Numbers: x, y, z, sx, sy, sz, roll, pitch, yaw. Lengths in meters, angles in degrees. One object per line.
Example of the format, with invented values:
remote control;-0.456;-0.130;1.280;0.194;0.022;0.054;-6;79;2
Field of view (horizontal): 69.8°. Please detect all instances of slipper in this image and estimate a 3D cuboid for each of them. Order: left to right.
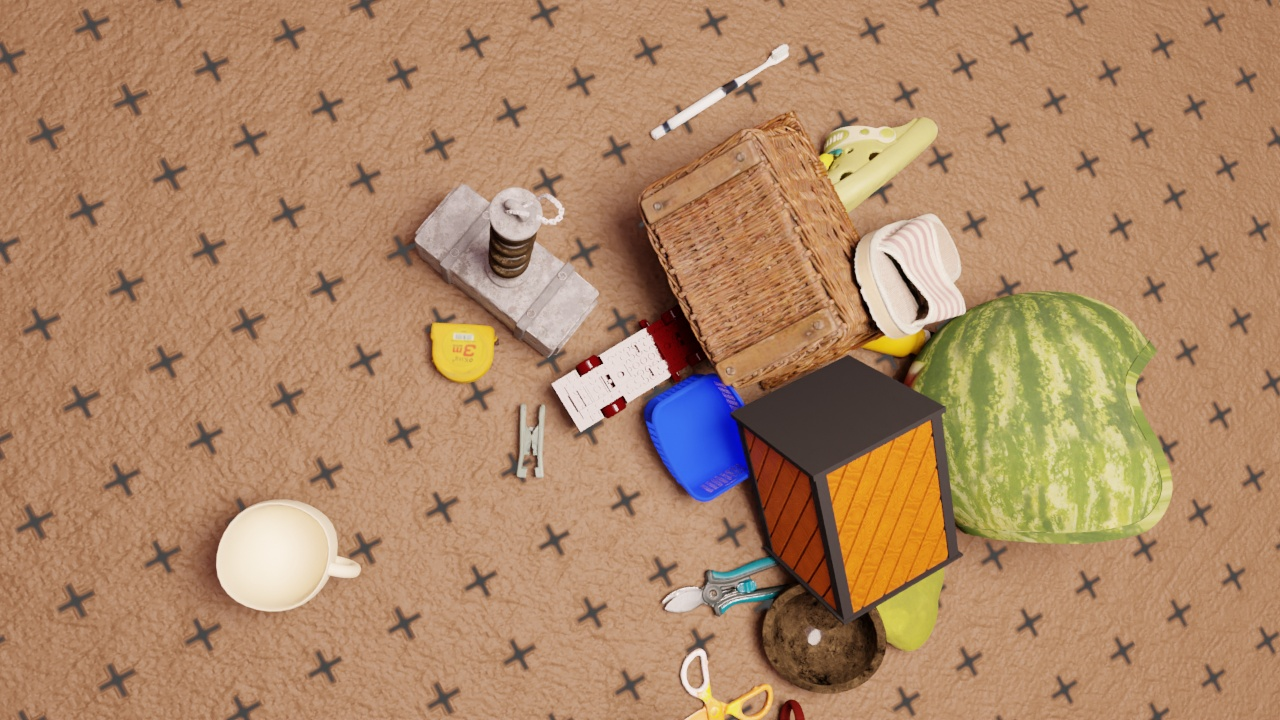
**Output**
slipper;0.233;-0.215;0.983;0.190;0.092;0.081;-36;89;-14
slipper;0.285;-0.093;0.919;0.262;0.052;0.115;-32;95;-54

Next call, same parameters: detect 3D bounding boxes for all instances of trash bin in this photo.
trash bin;0.197;0.118;0.878;0.139;0.140;0.172;-25;118;-15

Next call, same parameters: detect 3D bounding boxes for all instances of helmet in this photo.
helmet;0.384;0.054;0.917;0.243;0.213;0.247;0;82;8

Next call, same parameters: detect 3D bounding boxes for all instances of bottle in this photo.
bottle;0.248;-0.034;0.989;0.143;0.043;0.043;13;82;-8

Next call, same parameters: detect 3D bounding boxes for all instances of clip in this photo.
clip;-0.111;0.081;0.929;0.044;0.023;0.076;3;86;-11

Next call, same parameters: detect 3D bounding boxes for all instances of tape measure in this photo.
tape measure;-0.177;-0.007;0.922;0.068;0.030;0.059;2;84;-7

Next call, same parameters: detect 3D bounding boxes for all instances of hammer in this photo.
hammer;-0.112;-0.097;0.790;0.177;0.327;0.079;39;79;-4

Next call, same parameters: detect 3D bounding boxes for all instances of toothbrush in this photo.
toothbrush;0.088;-0.294;1.000;0.186;0.017;0.012;-35;71;-11

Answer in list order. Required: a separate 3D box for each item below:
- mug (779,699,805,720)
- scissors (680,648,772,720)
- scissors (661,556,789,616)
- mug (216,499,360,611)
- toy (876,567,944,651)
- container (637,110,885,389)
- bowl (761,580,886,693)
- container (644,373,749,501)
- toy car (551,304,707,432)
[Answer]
mug;0.148;0.394;0.912;0.073;0.083;0.105;11;83;-8
scissors;0.075;0.354;0.940;0.125;0.011;0.131;-25;87;-12
scissors;0.101;0.239;0.952;0.146;0.019;0.133;36;79;-6
mug;-0.317;0.179;0.845;0.120;0.100;0.096;17;80;-10
toy;0.282;0.244;0.965;0.090;0.051;0.109;38;77;-7
container;0.113;-0.098;0.874;0.163;0.182;0.250;-27;89;25
bowl;0.187;0.271;0.938;0.121;0.056;0.121;2;102;11
container;0.061;0.074;0.932;0.096;0.058;0.114;-30;102;-11
toy car;-0.005;0.006;0.933;0.169;0.062;0.070;-31;91;-11
